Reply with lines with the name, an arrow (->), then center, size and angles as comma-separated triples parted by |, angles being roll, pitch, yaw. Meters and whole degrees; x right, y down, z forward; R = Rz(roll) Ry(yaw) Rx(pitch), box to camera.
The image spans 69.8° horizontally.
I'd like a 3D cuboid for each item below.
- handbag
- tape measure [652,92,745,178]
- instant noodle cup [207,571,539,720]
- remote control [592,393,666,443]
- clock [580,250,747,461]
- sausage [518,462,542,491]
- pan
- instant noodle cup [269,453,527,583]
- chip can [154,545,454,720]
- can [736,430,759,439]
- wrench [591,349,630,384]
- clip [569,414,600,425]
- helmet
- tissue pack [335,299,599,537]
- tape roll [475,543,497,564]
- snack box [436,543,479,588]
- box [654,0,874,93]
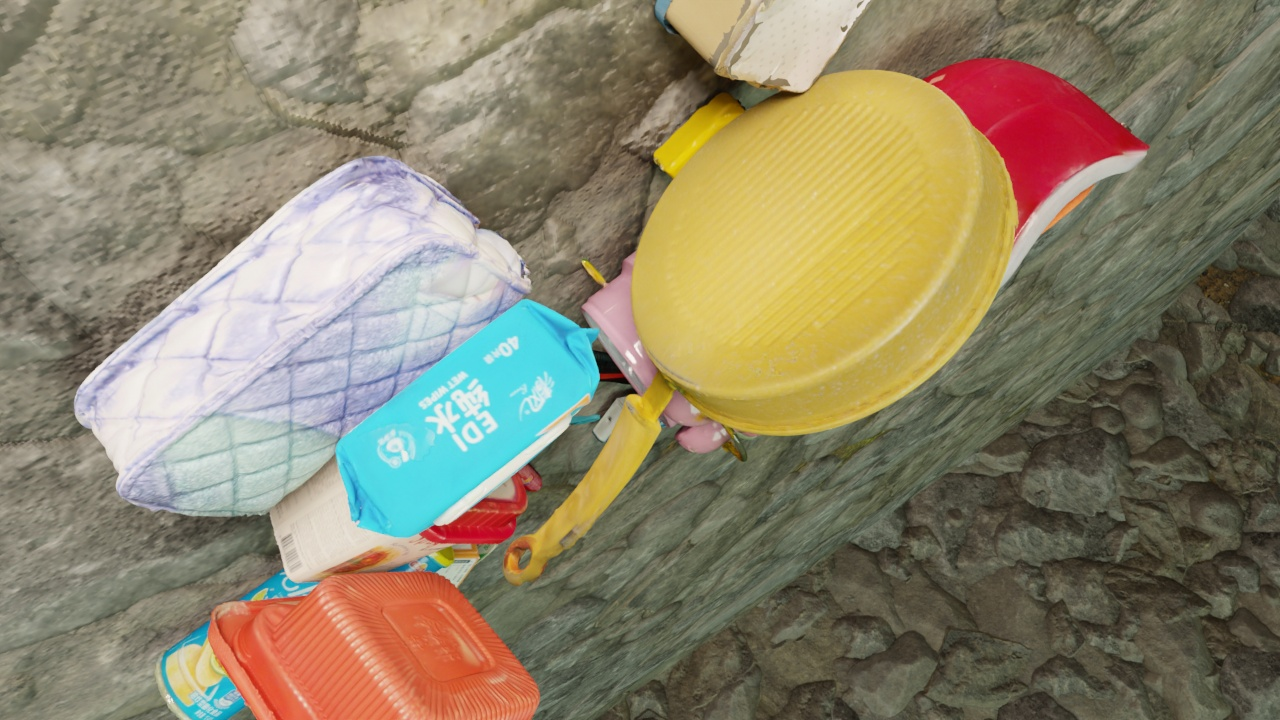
handbag -> -0.153, -0.009, 0.438 | 0.194, 0.075, 0.134 | -37, 162, 5
tape measure -> 0.043, -0.126, 0.546 | 0.060, 0.029, 0.057 | -42, 140, 14
instant noodle cup -> -0.141, 0.189, 0.540 | 0.079, 0.189, 0.164 | -53, 154, 8
remote control -> 0.013, 0.044, 0.841 | 0.124, 0.024, 0.049 | -12, 147, -48
clock -> 0.023, 0.002, 0.603 | 0.059, 0.158, 0.117 | -38, 157, -6
sausage -> -0.105, 0.085, 0.757 | 0.020, 0.020, 0.156 | -34, 157, -6
pan -> 0.033, 0.000, 0.492 | 0.358, 0.197, 0.078 | -41, 133, 12
instant noodle cup -> -0.155, 0.076, 0.565 | 0.124, 0.116, 0.116 | -29, 160, 15
chip can -> -0.243, 0.181, 0.674 | 0.210, 0.071, 0.071 | -35, 157, -4
can -> 0.140, 0.013, 0.922 | 0.057, 0.058, 0.148 | -7, 143, -50
wrench -> -0.004, 0.004, 0.751 | 0.056, 0.016, 0.272 | -48, 155, 26
clip -> -0.061, 0.043, 0.737 | 0.054, 0.033, 0.013 | -27, 157, 11
helmet -> 0.223, -0.126, 0.674 | 0.207, 0.144, 0.240 | -42, 177, -3
tissue pack -> -0.081, 0.031, 0.455 | 0.140, 0.063, 0.090 | -38, 179, -11
tape roll -> -0.167, 0.175, 0.848 | 0.085, 0.014, 0.086 | -30, 156, -15
snack box -> -0.208, 0.206, 0.806 | 0.075, 0.026, 0.154 | 10, 131, -38
box -> 0.083, -0.205, 0.426 | 0.089, 0.060, 0.185 | -8, 146, -49
